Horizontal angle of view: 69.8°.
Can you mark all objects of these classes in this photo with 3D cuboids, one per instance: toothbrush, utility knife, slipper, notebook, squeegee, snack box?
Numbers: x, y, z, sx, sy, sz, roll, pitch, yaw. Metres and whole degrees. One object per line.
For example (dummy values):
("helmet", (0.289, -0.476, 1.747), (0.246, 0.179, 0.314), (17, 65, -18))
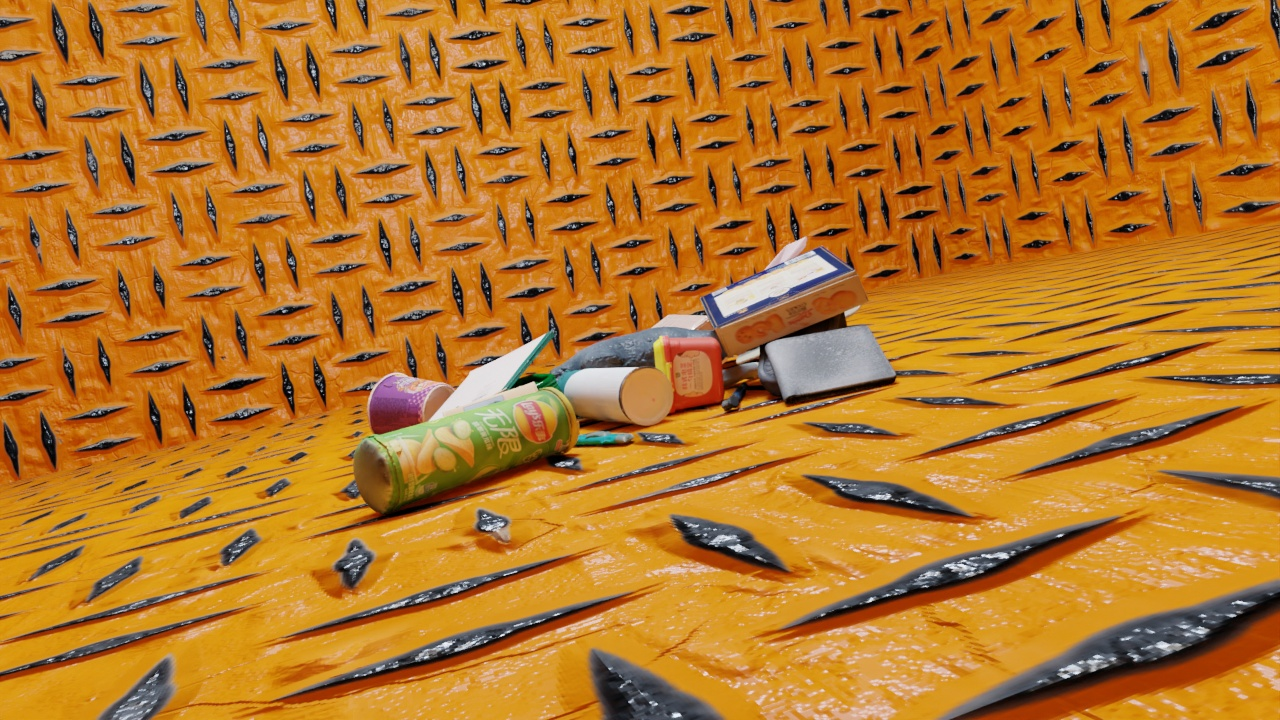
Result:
("toothbrush", (0.114, 0.041, 1.082), (0.016, 0.014, 0.189), (-35, -2, 12))
("utility knife", (-0.060, 0.083, 0.980), (0.029, 0.013, 0.162), (-13, 3, -41))
("slipper", (0.204, -0.007, 1.131), (0.111, 0.083, 0.267), (-15, 20, 21))
("notebook", (-0.204, 0.028, 1.231), (0.151, 0.012, 0.208), (-27, 14, 20))
("squeegee", (0.161, 0.005, 1.284), (0.245, 0.039, 0.247), (-23, -2, -45))
("snack box", (0.173, -0.078, 1.158), (0.178, 0.046, 0.182), (-22, 16, 5))
("snack box", (0.058, 0.014, 1.099), (0.080, 0.091, 0.082), (-5, 5, 2))

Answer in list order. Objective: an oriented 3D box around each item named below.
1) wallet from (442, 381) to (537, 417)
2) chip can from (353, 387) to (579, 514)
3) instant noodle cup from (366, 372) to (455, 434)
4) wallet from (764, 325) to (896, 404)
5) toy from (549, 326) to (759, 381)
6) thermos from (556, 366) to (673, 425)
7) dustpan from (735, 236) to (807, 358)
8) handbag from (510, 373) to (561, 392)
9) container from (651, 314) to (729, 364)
("wallet", (-0.165, 0.074, 1.063), (0.115, 0.024, 0.087), (-17, 47, -10))
("chip can", (-0.163, 0.082, 0.875), (0.220, 0.072, 0.073), (-16, 5, -43))
("instant noodle cup", (-0.323, 0.073, 1.337), (0.099, 0.111, 0.111), (-1, 9, 31))
("wallet", (0.202, 0.004, 0.987), (0.121, 0.019, 0.097), (-12, 38, 1))
("toy", (-0.008, 0.007, 1.283), (0.356, 0.091, 0.137), (-15, 4, 5))
("thermos", (-0.039, 0.043, 1.120), (0.073, 0.073, 0.225), (-14, 5, -25))
("dustpan", (0.171, -0.096, 1.555), (0.139, 0.273, 0.222), (13, 1, 0))
("handbag", (-0.160, 0.065, 1.162), (0.120, 0.068, 0.131), (-20, 8, -28))
("container", (0.069, -0.017, 1.419), (0.090, 0.090, 0.111), (-38, 17, -24))
